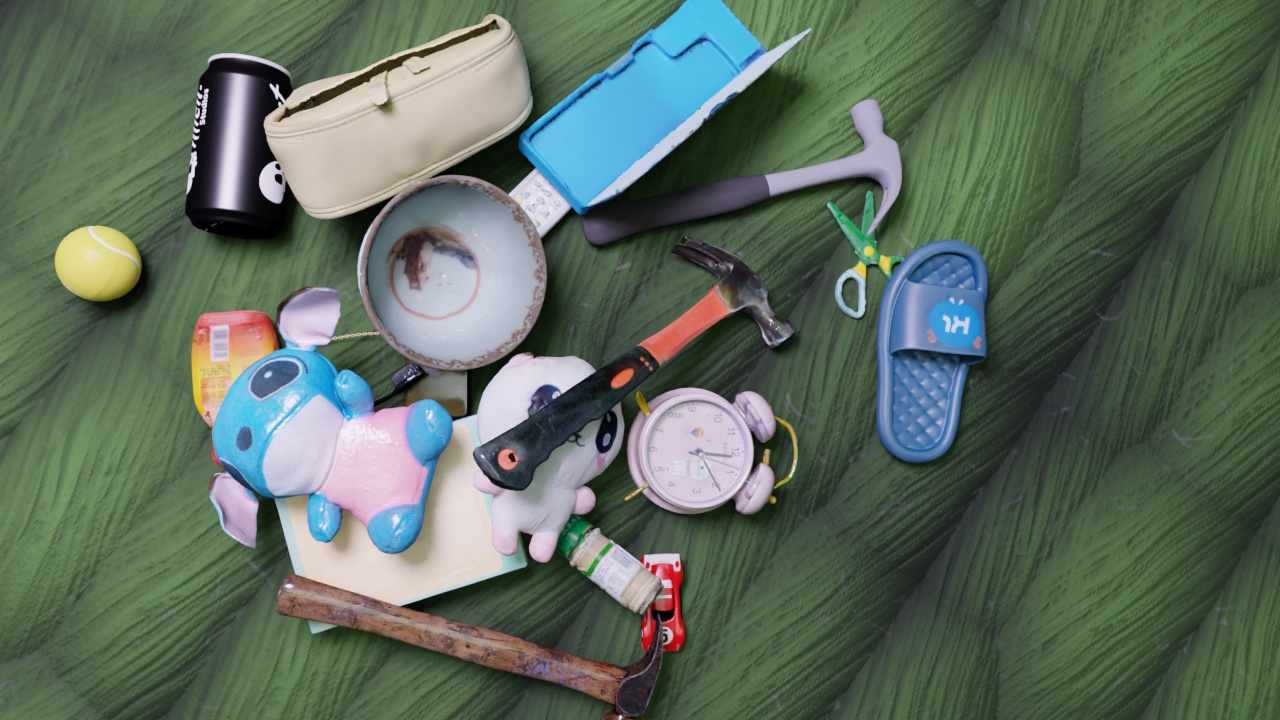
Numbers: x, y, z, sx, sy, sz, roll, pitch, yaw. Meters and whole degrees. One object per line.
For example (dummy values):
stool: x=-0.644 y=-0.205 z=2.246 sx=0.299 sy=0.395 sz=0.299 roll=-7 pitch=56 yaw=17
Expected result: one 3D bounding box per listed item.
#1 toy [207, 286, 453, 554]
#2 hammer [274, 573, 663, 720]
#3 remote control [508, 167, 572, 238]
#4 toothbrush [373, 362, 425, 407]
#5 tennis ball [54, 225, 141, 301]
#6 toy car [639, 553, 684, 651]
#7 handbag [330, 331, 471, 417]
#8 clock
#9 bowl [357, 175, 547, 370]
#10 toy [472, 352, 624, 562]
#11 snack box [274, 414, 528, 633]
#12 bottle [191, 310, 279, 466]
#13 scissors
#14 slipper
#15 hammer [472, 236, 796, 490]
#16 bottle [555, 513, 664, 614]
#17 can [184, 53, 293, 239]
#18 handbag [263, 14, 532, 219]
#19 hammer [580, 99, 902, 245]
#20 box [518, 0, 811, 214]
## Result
toy: x=-0.251 y=0.057 z=0.751 sx=0.191 sy=0.099 sz=0.224 roll=20 pitch=94 yaw=-2
hammer: x=-0.142 y=0.236 z=0.789 sx=0.330 sy=0.033 sz=0.120 roll=19 pitch=93 yaw=-11
remote control: x=-0.099 y=-0.142 z=0.857 sx=0.050 sy=0.022 sz=0.133 roll=44 pitch=83 yaw=-1
toothbrush: x=-0.273 y=0.056 z=0.818 sx=0.188 sy=0.014 sz=0.017 roll=-32 pitch=73 yaw=3
tennis ball: x=-0.471 y=-0.084 z=0.798 sx=0.065 sy=0.065 sz=0.065 roll=0 pitch=85 yaw=-5
toy car: x=0.020 y=0.220 z=0.837 sx=0.038 sy=0.025 sz=0.089 roll=-1 pitch=85 yaw=-5
handbag: x=-0.244 y=0.016 z=0.835 sx=0.178 sy=0.027 sz=0.084 roll=-1 pitch=87 yaw=0
clock: x=0.066 y=0.083 z=0.835 sx=0.158 sy=0.059 sz=0.116 roll=4 pitch=85 yaw=-5
bowl: x=-0.171 y=-0.076 z=0.792 sx=0.159 sy=0.094 sz=0.160 roll=-4 pitch=98 yaw=-27
toy: x=-0.084 y=0.081 z=0.791 sx=0.138 sy=0.102 sz=0.179 roll=23 pitch=67 yaw=-33
snack box: x=-0.212 y=0.142 z=0.813 sx=0.193 sy=0.044 sz=0.141 roll=-17 pitch=87 yaw=-6
bottle: x=-0.354 y=0.025 z=0.808 sx=0.071 sy=0.048 sz=0.134 roll=-4 pitch=86 yaw=-5
scissors: x=0.212 y=-0.100 z=0.888 sx=0.112 sy=0.012 sz=0.131 roll=-39 pitch=91 yaw=-7
slipper: x=0.272 y=-0.009 z=0.858 sx=0.103 sy=0.059 sz=0.213 roll=12 pitch=89 yaw=-8
hammer: x=-0.005 y=0.005 z=0.780 sx=0.332 sy=0.033 sz=0.133 roll=-37 pitch=90 yaw=-34
bottle: x=-0.031 y=0.179 z=0.816 sx=0.110 sy=0.043 sz=0.042 roll=36 pitch=83 yaw=13
can: x=-0.351 y=-0.186 z=0.810 sx=0.080 sy=0.080 sz=0.146 roll=4 pitch=85 yaw=-5
handbag: x=-0.202 y=-0.226 z=0.786 sx=0.232 sy=0.190 sz=0.089 roll=-24 pitch=131 yaw=-8
hammer: x=0.098 y=-0.156 z=0.868 sx=0.311 sy=0.029 sz=0.125 roll=-14 pitch=77 yaw=-4
box: x=0.020 y=-0.241 z=0.818 sx=0.243 sy=0.114 sz=0.114 roll=-43 pitch=90 yaw=-14
